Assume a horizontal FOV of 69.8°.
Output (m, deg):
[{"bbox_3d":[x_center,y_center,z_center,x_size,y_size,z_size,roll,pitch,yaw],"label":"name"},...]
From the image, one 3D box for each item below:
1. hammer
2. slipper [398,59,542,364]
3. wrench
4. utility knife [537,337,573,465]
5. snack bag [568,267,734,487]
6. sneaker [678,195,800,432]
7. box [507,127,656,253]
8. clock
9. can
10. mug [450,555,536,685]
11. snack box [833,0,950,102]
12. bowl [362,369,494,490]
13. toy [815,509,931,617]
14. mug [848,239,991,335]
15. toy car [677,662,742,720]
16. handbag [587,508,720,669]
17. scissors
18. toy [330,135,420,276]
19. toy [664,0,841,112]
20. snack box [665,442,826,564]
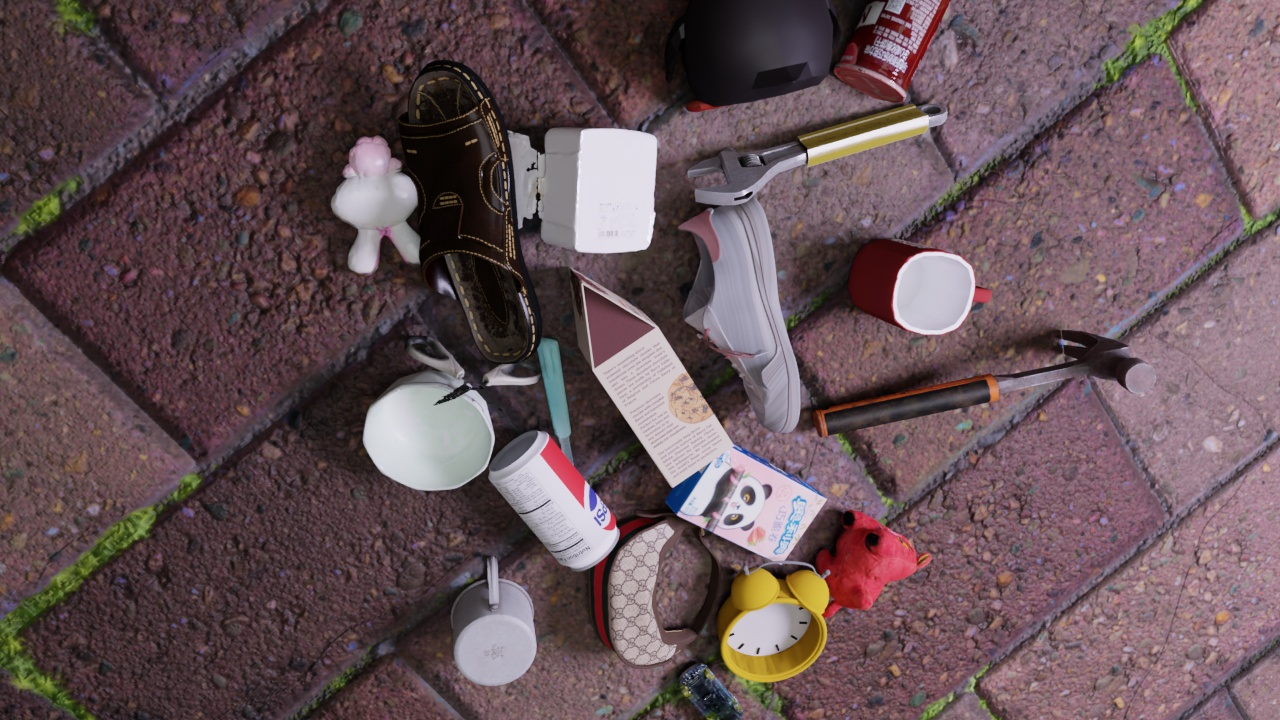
[{"bbox_3d":[0.333,0.027,0.941,0.314,0.137,0.035,-13,107,6],"label":"hammer"},{"bbox_3d":[-0.149,-0.114,0.778,0.113,0.075,0.268,3,116,29],"label":"slipper"},{"bbox_3d":[0.170,-0.198,0.857,0.273,0.083,0.018,-18,133,-12],"label":"wrench"},{"bbox_3d":[-0.081,0.045,0.896,0.022,0.015,0.141,-5,107,12],"label":"utility knife"},{"bbox_3d":[-0.005,0.005,0.858,0.070,0.094,0.206,-34,108,-2],"label":"snack bag"},{"bbox_3d":[0.086,-0.034,0.867,0.089,0.099,0.236,-15,105,-5],"label":"sneaker"},{"bbox_3d":[-0.083,-0.154,0.822,0.151,0.132,0.107,-9,107,-42],"label":"box"},{"bbox_3d":[0.140,0.274,0.974,0.113,0.052,0.152,5,115,-11],"label":"clock"},{"bbox_3d":[-0.083,0.136,0.890,0.070,0.070,0.132,-36,108,-1],"label":"can"},{"bbox_3d":[-0.146,0.256,0.909,0.084,0.070,0.113,-2,106,-11],"label":"mug"},{"bbox_3d":[0.235,-0.307,0.839,0.072,0.072,0.121,23,98,-16],"label":"snack box"},{"bbox_3d":[-0.190,0.056,0.846,0.117,0.061,0.118,0,120,-1],"label":"bowl"},{"bbox_3d":[0.244,0.233,0.983,0.094,0.088,0.133,17,114,-32],"label":"toy"},{"bbox_3d":[0.276,-0.072,0.894,0.116,0.096,0.080,6,103,-13],"label":"mug"},{"bbox_3d":[0.076,0.367,1.004,0.038,0.027,0.090,-39,107,-3],"label":"toy car"},{"bbox_3d":[0.018,0.229,0.948,0.138,0.063,0.166,-7,101,-28],"label":"handbag"},{"bbox_3d":[-0.151,0.012,0.817,0.157,0.170,0.013,25,109,23],"label":"scissors"},{"bbox_3d":[-0.230,-0.135,0.807,0.079,0.038,0.123,-9,115,-13],"label":"toy"},{"bbox_3d":[0.091,-0.313,0.771,0.159,0.140,0.184,-14,106,-8],"label":"toy"},{"bbox_3d":[0.109,0.143,0.935,0.154,0.033,0.088,29,97,-29],"label":"snack box"}]
